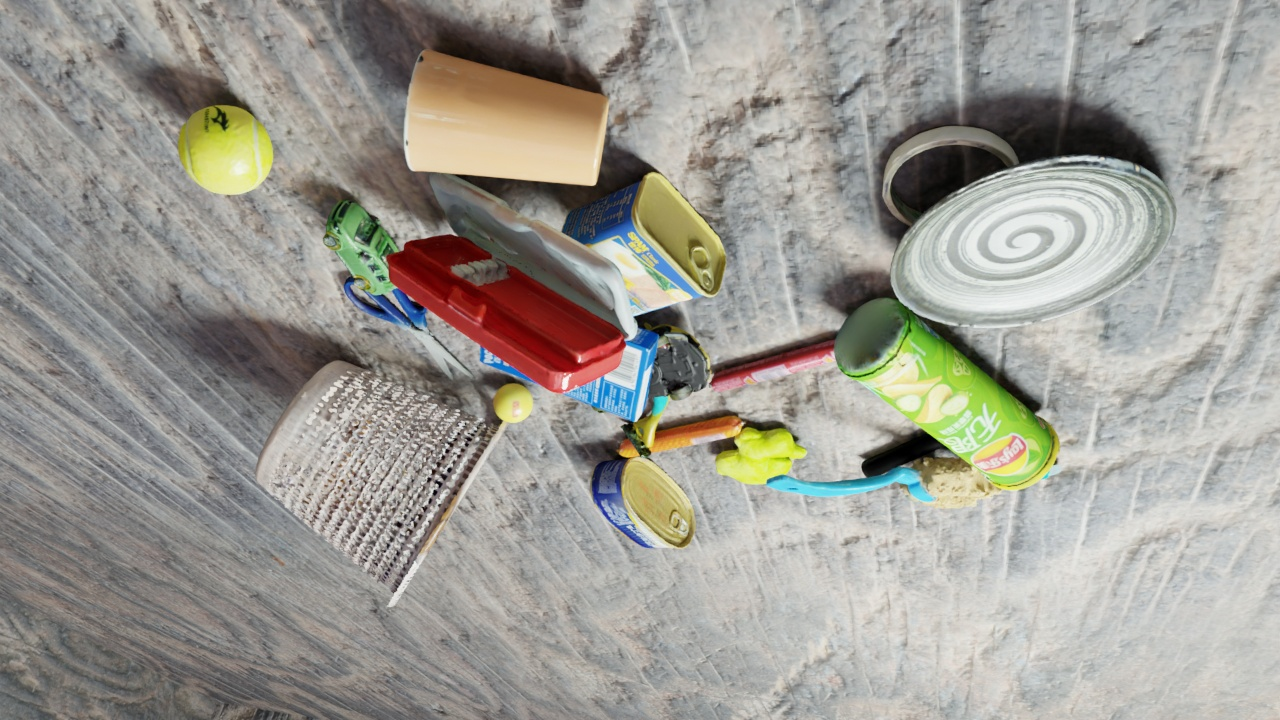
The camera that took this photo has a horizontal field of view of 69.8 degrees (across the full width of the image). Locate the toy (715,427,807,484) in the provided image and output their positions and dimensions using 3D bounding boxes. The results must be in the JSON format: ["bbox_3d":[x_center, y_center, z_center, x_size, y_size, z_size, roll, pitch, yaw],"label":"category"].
[{"bbox_3d":[0.122,0.100,0.939,0.097,0.031,0.100,1,144,14],"label":"toy"}]

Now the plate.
[{"bbox_3d":[0.258,-0.079,0.615,0.179,0.024,0.180,0,150,0],"label":"plate"}]

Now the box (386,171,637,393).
[{"bbox_3d":[-0.093,-0.070,0.668,0.201,0.095,0.099,31,127,30],"label":"box"}]

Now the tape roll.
[{"bbox_3d":[0.204,-0.117,0.604,0.086,0.013,0.086,10,146,6],"label":"tape roll"}]

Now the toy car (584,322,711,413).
[{"bbox_3d":[-0.005,0.005,0.824,0.156,0.041,0.071,-8,120,33],"label":"toy car"}]

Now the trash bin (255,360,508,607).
[{"bbox_3d":[-0.275,0.110,0.954,0.192,0.226,0.228,32,144,-5],"label":"trash bin"}]

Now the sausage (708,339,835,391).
[{"bbox_3d":[0.122,0.005,0.809,0.156,0.020,0.020,-17,136,38],"label":"sausage"}]

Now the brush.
[{"bbox_3d":[0.226,0.113,0.842,0.254,0.045,0.083,3,161,-27],"label":"brush"}]

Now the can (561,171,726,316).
[{"bbox_3d":[0.001,-0.083,0.690,0.083,0.057,0.102,-14,137,39],"label":"can"}]

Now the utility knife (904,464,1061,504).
[{"bbox_3d":[0.339,0.125,0.913,0.029,0.013,0.165,33,142,-29],"label":"utility knife"}]

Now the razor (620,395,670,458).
[{"bbox_3d":[0.011,0.048,0.903,0.028,0.043,0.133,-20,153,-23],"label":"razor"}]

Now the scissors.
[{"bbox_3d":[-0.206,-0.032,0.879,0.171,0.012,0.142,30,144,-25],"label":"scissors"}]

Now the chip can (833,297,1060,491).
[{"bbox_3d":[0.251,0.029,0.751,0.221,0.072,0.073,32,142,-27],"label":"chip can"}]

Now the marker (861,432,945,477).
[{"bbox_3d":[0.261,0.083,0.875,0.022,0.020,0.132,33,142,-14],"label":"marker"}]

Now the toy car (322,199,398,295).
[{"bbox_3d":[-0.229,-0.094,0.767,0.036,0.043,0.091,1,146,22],"label":"toy car"}]

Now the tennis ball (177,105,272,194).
[{"bbox_3d":[-0.308,-0.156,0.682,0.065,0.065,0.066,9,146,6],"label":"tennis ball"}]

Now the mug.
[{"bbox_3d":[-0.085,-0.153,0.604,0.123,0.078,0.078,10,147,-3],"label":"mug"}]

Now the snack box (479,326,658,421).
[{"bbox_3d":[-0.065,-0.010,0.798,0.157,0.026,0.085,21,130,12],"label":"snack box"}]

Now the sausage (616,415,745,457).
[{"bbox_3d":[0.038,0.079,0.946,0.166,0.021,0.021,-15,137,36],"label":"sausage"}]

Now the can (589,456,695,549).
[{"bbox_3d":[0.004,0.163,1.034,0.049,0.074,0.148,-10,140,35],"label":"can"}]

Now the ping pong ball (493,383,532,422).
[{"bbox_3d":[-0.130,0.043,0.935,0.040,0.040,0.040,9,146,6],"label":"ping pong ball"}]
